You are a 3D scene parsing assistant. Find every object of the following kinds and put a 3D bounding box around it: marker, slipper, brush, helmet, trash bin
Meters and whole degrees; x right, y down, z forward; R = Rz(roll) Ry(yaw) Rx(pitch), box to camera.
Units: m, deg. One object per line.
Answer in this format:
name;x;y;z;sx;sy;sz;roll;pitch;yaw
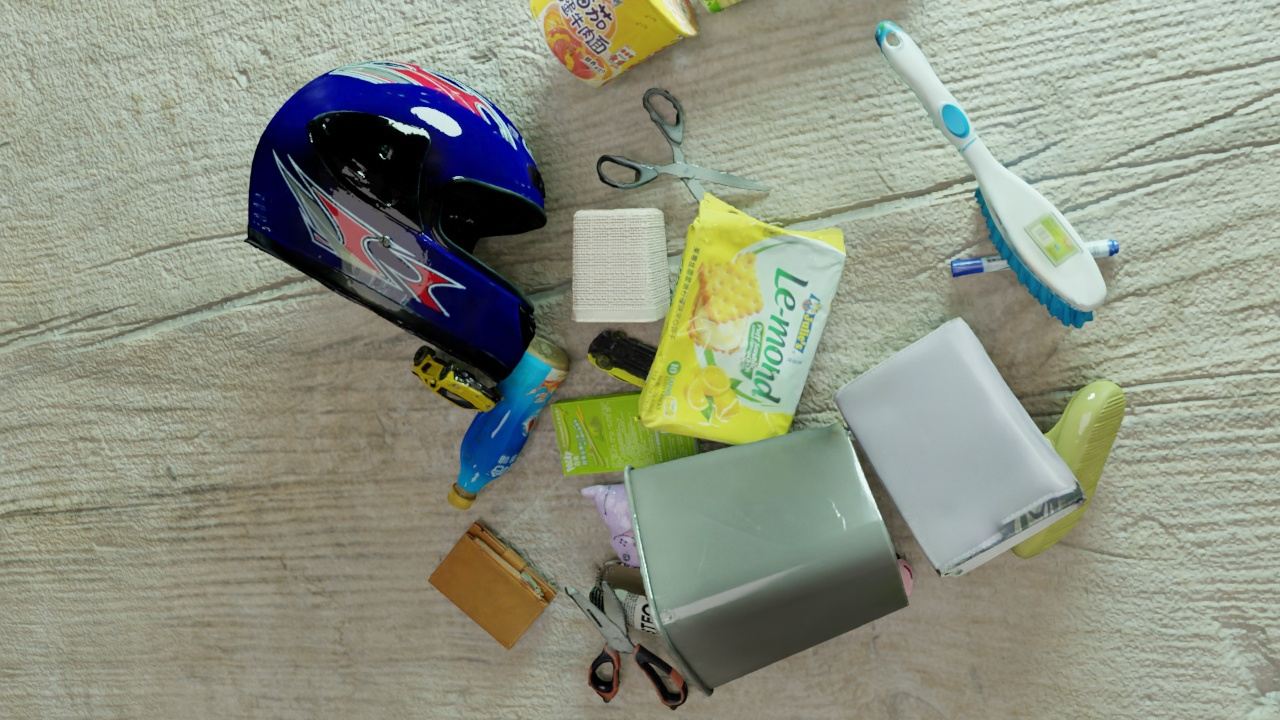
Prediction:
marker;0.369;-0.096;0.864;0.146;0.016;0.017;-7;100;17
slipper;0.392;0.097;0.876;0.081;0.091;0.191;39;124;44
brush;0.311;-0.167;0.820;0.061;0.109;0.314;-36;77;14
helmet;-0.211;-0.152;0.898;0.315;0.247;0.240;30;86;0
trash bin;0.123;0.182;0.887;0.220;0.198;0.199;-20;139;7

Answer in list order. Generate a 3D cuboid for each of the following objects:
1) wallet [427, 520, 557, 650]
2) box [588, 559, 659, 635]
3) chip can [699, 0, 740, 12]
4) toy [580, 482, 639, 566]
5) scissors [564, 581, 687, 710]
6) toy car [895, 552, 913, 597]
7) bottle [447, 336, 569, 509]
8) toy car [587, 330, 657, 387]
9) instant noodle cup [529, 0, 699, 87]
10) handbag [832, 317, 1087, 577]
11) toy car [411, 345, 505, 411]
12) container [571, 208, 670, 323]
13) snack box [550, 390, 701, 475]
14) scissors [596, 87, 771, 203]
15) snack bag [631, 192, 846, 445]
wallet;-0.176;0.268;1.090;0.132;0.031;0.108;39;112;3
box;0.026;0.268;1.032;0.163;0.080;0.075;9;136;12
chip can;0.149;-0.388;0.828;0.222;0.072;0.072;-17;97;18
toy;-0.008;0.177;1.019;0.084;0.039;0.108;-21;95;8
scissors;-0.021;0.329;1.033;0.189;0.015;0.222;25;129;-4
toy car;0.224;0.223;0.967;0.122;0.037;0.056;11;104;14
bottle;-0.156;0.075;1.022;0.065;0.065;0.219;35;109;6
toy car;-0.006;0.006;0.976;0.105;0.048;0.032;23;137;9
instant noodle cup;-0.029;-0.333;0.864;0.110;0.137;0.138;-31;93;27
handbag;0.292;0.080;0.849;0.145;0.098;0.197;-38;62;23
toy car;-0.200;0.024;0.984;0.071;0.156;0.041;35;80;-31
container;-0.020;-0.098;0.934;0.090;0.089;0.111;1;100;15
snack box;-0.016;0.077;1.004;0.156;0.026;0.086;-8;100;17
scissors;0.042;-0.195;0.921;0.181;0.014;0.159;-2;90;-1
snack bag;0.093;-0.028;0.906;0.158;0.068;0.247;12;106;-14
